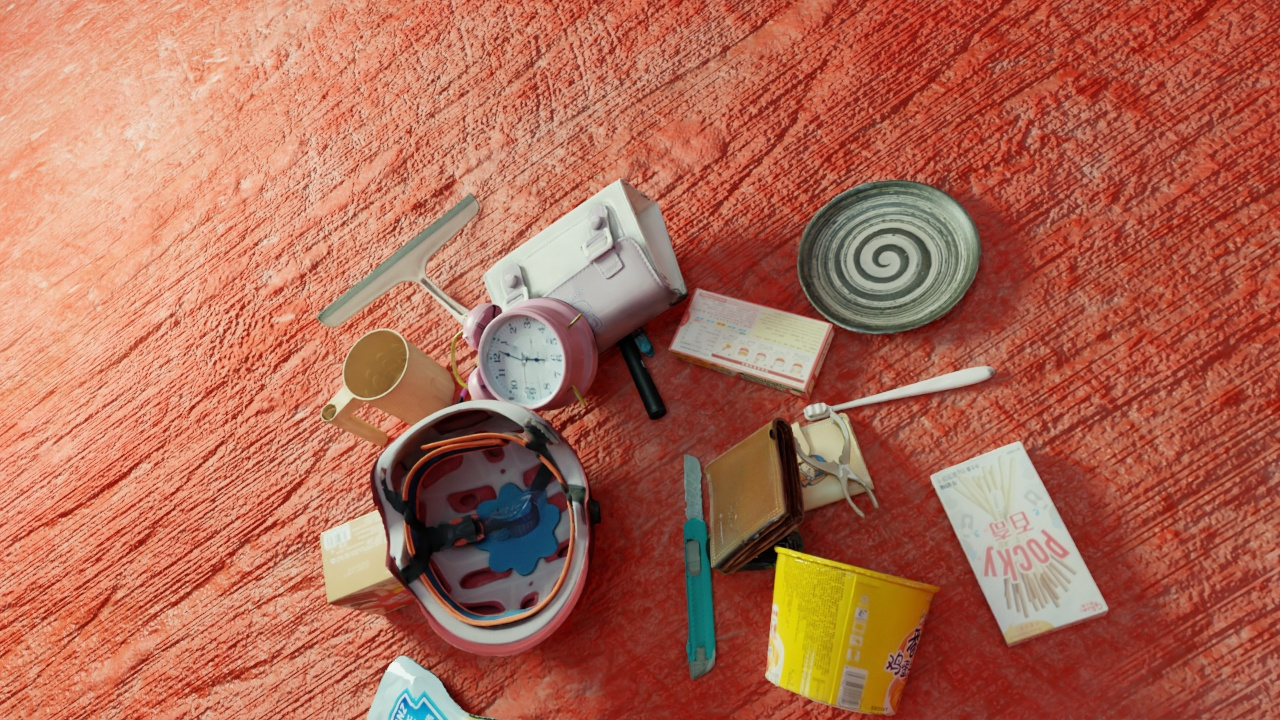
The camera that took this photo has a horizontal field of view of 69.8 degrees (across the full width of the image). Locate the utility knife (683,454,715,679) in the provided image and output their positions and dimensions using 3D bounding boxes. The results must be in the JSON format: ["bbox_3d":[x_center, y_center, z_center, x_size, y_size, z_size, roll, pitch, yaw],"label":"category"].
[{"bbox_3d":[0.053,0.193,0.885,0.029,0.013,0.216,-10,65,17],"label":"utility knife"}]

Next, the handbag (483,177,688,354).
[{"bbox_3d":[-0.060,-0.079,0.982,0.197,0.098,0.145,-32,67,23],"label":"handbag"}]

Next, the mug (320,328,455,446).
[{"bbox_3d":[-0.283,0.037,1.034,0.124,0.103,0.084,-48,60,-3],"label":"mug"}]

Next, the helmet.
[{"bbox_3d":[-0.134,0.162,0.903,0.207,0.144,0.240,-22,77,7],"label":"helmet"}]

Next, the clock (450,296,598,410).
[{"bbox_3d":[-0.124,-0.003,0.933,0.159,0.059,0.117,0,99,24],"label":"clock"}]

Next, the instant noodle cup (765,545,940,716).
[{"bbox_3d":[0.169,0.224,0.763,0.138,0.138,0.109,10,81,25],"label":"instant noodle cup"}]

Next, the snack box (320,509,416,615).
[{"bbox_3d":[-0.264,0.209,0.958,0.093,0.094,0.077,-23,62,11],"label":"snack box"}]

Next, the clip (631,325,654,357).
[{"bbox_3d":[-0.001,-0.028,0.997,0.014,0.043,0.056,-33,60,8],"label":"clip"}]

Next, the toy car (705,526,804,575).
[{"bbox_3d":[0.106,0.173,0.855,0.091,0.036,0.043,-8,110,13],"label":"toy car"}]

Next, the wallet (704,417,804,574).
[{"bbox_3d":[0.097,0.119,0.821,0.101,0.032,0.124,-44,28,32],"label":"wallet"}]

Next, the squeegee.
[{"bbox_3d":[-0.207,-0.055,1.081,0.249,0.040,0.247,37,68,24],"label":"squeegee"}]

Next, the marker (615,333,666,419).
[{"bbox_3d":[-0.006,0.006,0.985,0.022,0.020,0.132,-24,61,-2],"label":"marker"}]

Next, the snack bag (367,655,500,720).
[{"bbox_3d":[-0.194,0.376,0.893,0.191,0.038,0.110,19,87,28],"label":"snack bag"}]

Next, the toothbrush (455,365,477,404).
[{"bbox_3d":[-0.222,0.091,1.039,0.018,0.014,0.189,18,75,17],"label":"toothbrush"}]

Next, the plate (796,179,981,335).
[{"bbox_3d":[0.248,-0.104,0.926,0.180,0.024,0.179,-8,65,17],"label":"plate"}]

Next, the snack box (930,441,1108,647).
[{"bbox_3d":[0.321,0.155,0.787,0.085,0.027,0.156,-24,61,11],"label":"snack box"}]

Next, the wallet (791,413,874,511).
[{"bbox_3d":[0.155,0.101,0.879,0.115,0.024,0.087,-22,61,13],"label":"wallet"}]

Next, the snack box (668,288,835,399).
[{"bbox_3d":[0.114,-0.020,0.944,0.156,0.027,0.077,18,75,27],"label":"snack box"}]

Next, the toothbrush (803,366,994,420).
[{"bbox_3d":[0.245,0.031,0.877,0.180,0.016,0.016,-14,66,15],"label":"toothbrush"}]

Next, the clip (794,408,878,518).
[{"bbox_3d":[0.170,0.099,0.845,0.093,0.035,0.103,-10,75,9],"label":"clip"}]
